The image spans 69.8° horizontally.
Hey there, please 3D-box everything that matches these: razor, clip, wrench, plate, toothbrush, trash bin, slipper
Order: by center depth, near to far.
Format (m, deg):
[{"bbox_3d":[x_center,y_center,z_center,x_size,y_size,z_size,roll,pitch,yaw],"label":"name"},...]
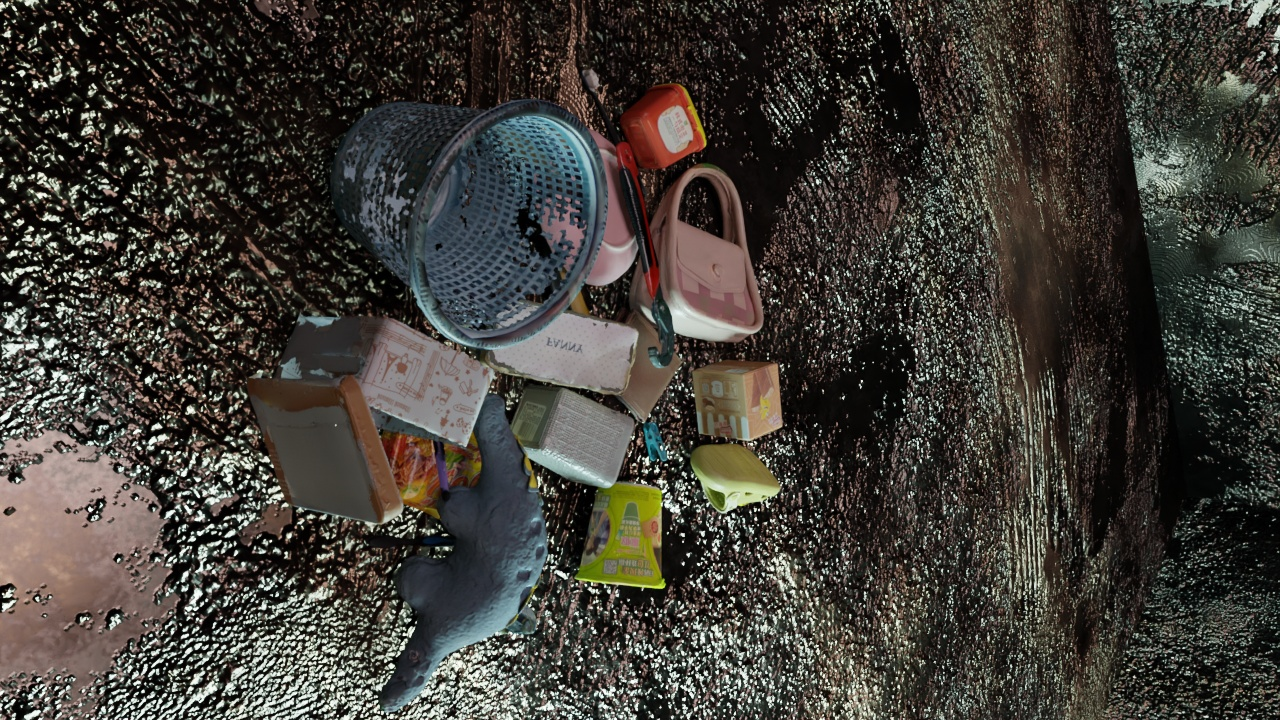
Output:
[{"bbox_3d":[-0.175,-0.149,0.862,0.225,0.195,0.227,-30,133,-38],"label":"trash bin"},{"bbox_3d":[-0.210,0.054,0.942,0.017,0.014,0.188,42,33,-66],"label":"toothbrush"},{"bbox_3d":[-0.216,0.197,1.003,0.189,0.016,0.014,11,76,-48],"label":"toothbrush"},{"bbox_3d":[-0.051,-0.186,1.083,0.192,0.039,0.192,17,69,-54],"label":"plate"},{"bbox_3d":[-0.081,-0.071,1.087,0.067,0.062,0.167,-20,104,-9],"label":"razor"},{"bbox_3d":[0.006,-0.126,1.105,0.056,0.016,0.273,-25,106,-57],"label":"wrench"},{"bbox_3d":[-0.029,-0.280,1.147,0.015,0.018,0.181,-50,127,-34],"label":"toothbrush"},{"bbox_3d":[0.018,0.108,1.222,0.014,0.040,0.056,-25,103,-42],"label":"clip"},{"bbox_3d":[0.120,0.168,1.298,0.082,0.091,0.190,-48,148,18],"label":"slipper"}]

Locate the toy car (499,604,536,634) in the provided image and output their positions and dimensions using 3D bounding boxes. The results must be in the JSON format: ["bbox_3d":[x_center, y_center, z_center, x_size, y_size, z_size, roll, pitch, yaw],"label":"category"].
[{"bbox_3d":[-0.155,0.286,1.048,0.090,0.043,0.034,47,47,-36],"label":"toy car"}]

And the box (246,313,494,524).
[{"bbox_3d":[-0.259,0.059,0.827,0.152,0.183,0.177,28,74,-42],"label":"box"}]

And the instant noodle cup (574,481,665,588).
[{"bbox_3d":[-0.019,0.215,1.139,0.111,0.112,0.123,19,73,-44],"label":"instant noodle cup"}]

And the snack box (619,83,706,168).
[{"bbox_3d":[0.027,-0.293,1.159,0.080,0.082,0.091,-40,119,-24],"label":"snack box"}]

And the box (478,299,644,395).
[{"bbox_3d":[-0.085,-0.015,1.031,0.184,0.061,0.089,15,87,-21],"label":"box"}]

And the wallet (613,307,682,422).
[{"bbox_3d":[-0.007,0.007,1.183,0.124,0.032,0.101,47,65,-36],"label":"wallet"}]

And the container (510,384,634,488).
[{"bbox_3d":[-0.085,0.085,1.070,0.114,0.090,0.090,31,71,-39],"label":"container"}]

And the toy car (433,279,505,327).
[{"bbox_3d":[-0.187,-0.077,0.993,0.049,0.031,0.105,53,56,-30],"label":"toy car"}]

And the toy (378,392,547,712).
[{"bbox_3d":[-0.172,0.212,0.960,0.137,0.091,0.356,19,97,-29],"label":"toy"}]

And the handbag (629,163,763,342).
[{"bbox_3d":[0.084,-0.148,1.233,0.193,0.094,0.234,15,76,-46],"label":"handbag"}]

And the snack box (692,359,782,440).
[{"bbox_3d":[0.136,0.053,1.283,0.076,0.093,0.094,-16,104,-44],"label":"snack box"}]

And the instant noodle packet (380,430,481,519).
[{"bbox_3d":[-0.219,0.109,0.969,0.128,0.044,0.110,30,77,-43],"label":"instant noodle packet"}]
